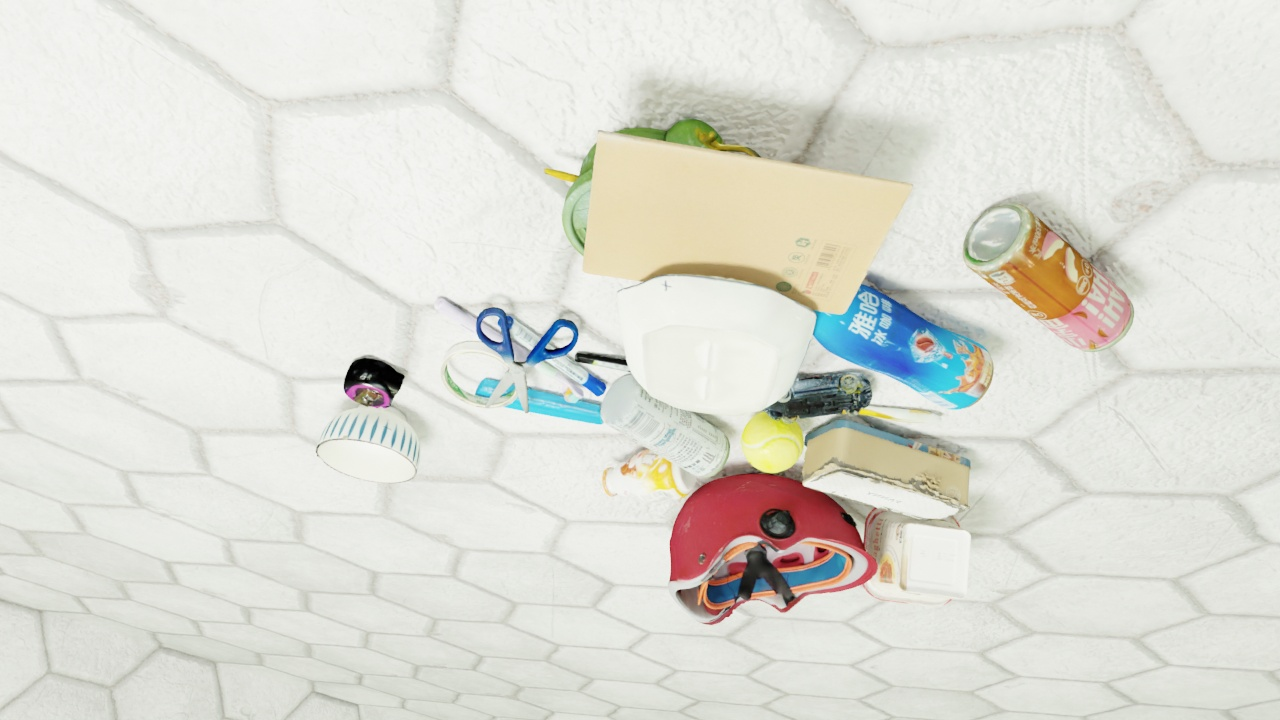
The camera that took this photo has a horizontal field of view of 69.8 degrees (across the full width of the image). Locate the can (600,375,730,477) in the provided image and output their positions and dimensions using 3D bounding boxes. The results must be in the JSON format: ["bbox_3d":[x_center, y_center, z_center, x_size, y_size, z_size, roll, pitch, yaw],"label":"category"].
[{"bbox_3d":[0.028,0.072,0.973,0.058,0.058,0.146,-23,136,40],"label":"can"}]

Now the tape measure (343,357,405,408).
[{"bbox_3d":[-0.291,0.026,0.994,0.057,0.039,0.058,29,143,-29],"label":"tape measure"}]

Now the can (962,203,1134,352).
[{"bbox_3d":[0.311,-0.061,0.699,0.147,0.057,0.058,28,143,-28],"label":"can"}]

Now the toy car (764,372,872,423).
[{"bbox_3d":[0.174,0.034,0.904,0.106,0.031,0.049,-9,141,12],"label":"toy car"}]

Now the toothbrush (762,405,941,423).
[{"bbox_3d":[0.210,0.053,0.937,0.191,0.018,0.016,6,149,5],"label":"toothbrush"}]

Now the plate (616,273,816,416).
[{"bbox_3d":[0.060,-0.001,0.791,0.162,0.034,0.266,8,160,4],"label":"plate"}]

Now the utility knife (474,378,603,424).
[{"bbox_3d":[-0.088,0.051,1.002,0.188,0.018,0.034,13,140,-4],"label":"utility knife"}]

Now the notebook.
[{"bbox_3d":[0.066,-0.092,0.650,0.207,0.008,0.148,9,148,-2],"label":"notebook"}]

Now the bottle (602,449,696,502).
[{"bbox_3d":[0.009,0.136,1.073,0.109,0.063,0.063,-13,142,29],"label":"bottle"}]

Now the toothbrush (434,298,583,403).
[{"bbox_3d":[-0.131,-0.009,0.920,0.189,0.021,0.029,36,158,-33],"label":"toothbrush"}]

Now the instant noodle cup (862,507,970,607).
[{"bbox_3d":[0.327,0.230,1.071,0.116,0.116,0.124,7,173,2],"label":"instant noodle cup"}]

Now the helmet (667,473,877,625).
[{"bbox_3d":[0.144,0.207,1.086,0.240,0.143,0.207,-12,145,5],"label":"helmet"}]

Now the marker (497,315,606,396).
[{"bbox_3d":[-0.087,-0.004,0.921,0.017,0.016,0.145,-19,139,36],"label":"marker"}]

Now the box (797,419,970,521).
[{"bbox_3d":[0.257,0.119,0.982,0.184,0.061,0.090,20,155,-16],"label":"box"}]

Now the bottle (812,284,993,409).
[{"bbox_3d":[0.201,-0.023,0.780,0.218,0.065,0.065,24,145,-21],"label":"bottle"}]

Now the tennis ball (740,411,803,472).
[{"bbox_3d":[0.138,0.085,0.961,0.065,0.065,0.066,6,148,4],"label":"tennis ball"}]

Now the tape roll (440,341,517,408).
[{"bbox_3d":[-0.165,0.016,0.955,0.086,0.013,0.086,5,134,5],"label":"tape roll"}]

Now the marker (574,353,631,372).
[{"bbox_3d":[-0.005,0.005,0.920,0.124,0.015,0.018,9,157,5],"label":"marker"}]

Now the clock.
[{"bbox_3d":[0.018,-0.120,0.678,0.161,0.056,0.116,-8,145,24],"label":"clock"}]

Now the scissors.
[{"bbox_3d":[-0.114,0.001,0.904,0.161,0.012,0.163,-14,141,19],"label":"scissors"}]

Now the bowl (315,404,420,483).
[{"bbox_3d":[-0.313,0.091,1.076,0.116,0.066,0.117,6,149,4],"label":"bowl"}]
